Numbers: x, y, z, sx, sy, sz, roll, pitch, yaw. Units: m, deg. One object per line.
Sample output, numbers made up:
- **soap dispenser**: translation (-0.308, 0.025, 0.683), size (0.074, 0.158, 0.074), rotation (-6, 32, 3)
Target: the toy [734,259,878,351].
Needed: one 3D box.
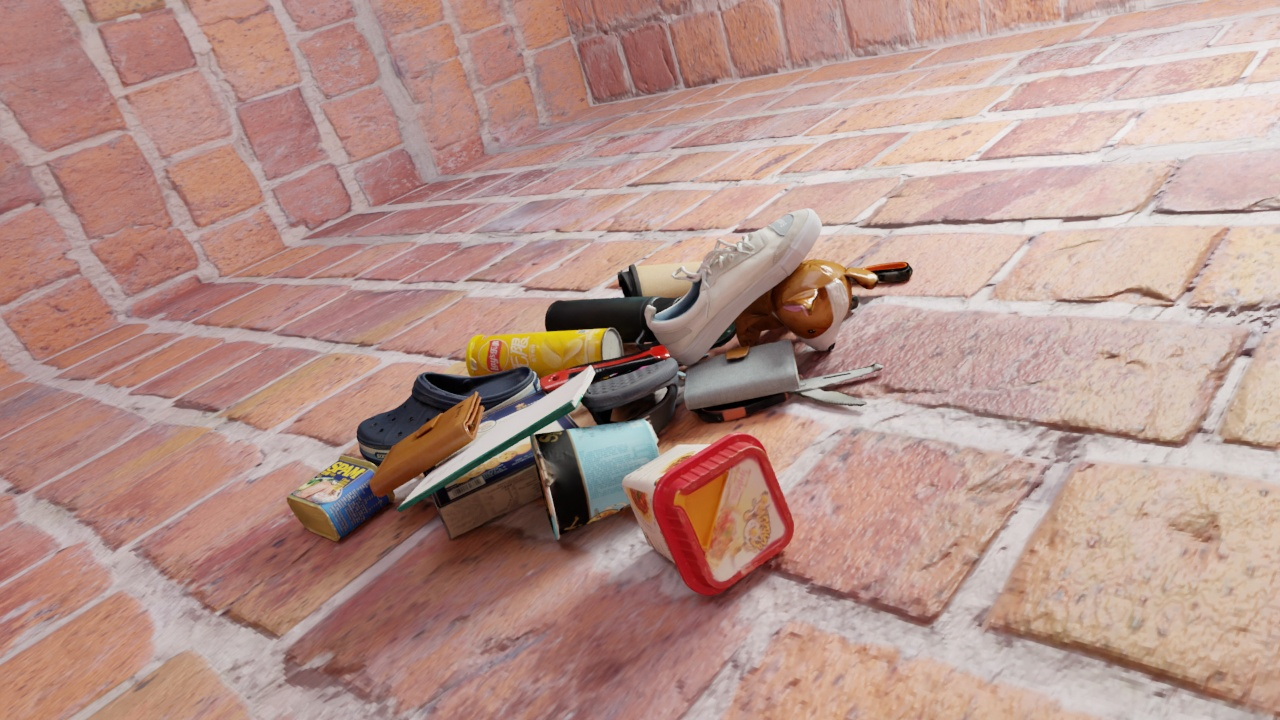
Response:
- **toy**: translation (0.194, -0.066, 1.131), size (0.139, 0.130, 0.200), rotation (-31, 5, -25)

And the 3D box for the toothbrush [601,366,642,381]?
- **toothbrush**: translation (-0.007, 0.007, 1.189), size (0.188, 0.018, 0.014), rotation (-24, 15, -27)

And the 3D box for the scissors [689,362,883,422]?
- **scissors**: translation (0.165, 0.032, 1.052), size (0.188, 0.015, 0.223), rotation (-27, 24, -21)

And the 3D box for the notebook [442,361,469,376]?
- **notebook**: translation (-0.232, 0.033, 1.352), size (0.208, 0.008, 0.147), rotation (-5, 26, 28)

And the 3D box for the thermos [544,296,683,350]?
- **thermos**: translation (-0.038, -0.051, 1.312), size (0.243, 0.068, 0.089), rotation (1, 40, 43)

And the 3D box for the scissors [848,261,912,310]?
- **scissors**: translation (0.271, -0.106, 1.287), size (0.232, 0.022, 0.220), rotation (-12, 18, 12)

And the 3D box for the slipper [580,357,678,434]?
- **slipper**: translation (0.001, 0.050, 1.045), size (0.111, 0.083, 0.268), rotation (-21, 0, 2)

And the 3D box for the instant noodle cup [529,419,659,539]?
- **instant noodle cup**: translation (-0.041, 0.111, 0.924), size (0.120, 0.111, 0.111), rotation (-13, 22, -10)

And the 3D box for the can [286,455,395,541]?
- **can**: translation (-0.356, 0.163, 1.087), size (0.102, 0.057, 0.083), rotation (5, 34, 43)

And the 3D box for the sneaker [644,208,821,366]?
- **sneaker**: translation (0.105, -0.107, 1.097), size (0.242, 0.091, 0.089), rotation (-44, 21, 4)

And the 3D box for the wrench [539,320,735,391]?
- **wrench**: translation (0.002, -0.006, 1.181), size (0.273, 0.016, 0.056), rotation (-18, 34, -14)

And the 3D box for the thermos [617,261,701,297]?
- **thermos**: translation (0.043, -0.108, 1.374), size (0.143, 0.093, 0.093), rotation (-12, 23, -5)

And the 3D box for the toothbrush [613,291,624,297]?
- **toothbrush**: translation (-0.041, -0.103, 1.507), size (0.016, 0.017, 0.187), rotation (1, 30, 36)

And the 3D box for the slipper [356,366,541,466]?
- **slipper**: translation (-0.255, 0.059, 1.195), size (0.253, 0.095, 0.105), rotation (-20, 20, -3)

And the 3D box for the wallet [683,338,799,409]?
- **wallet**: translation (0.116, 0.012, 1.067), size (0.130, 0.037, 0.106), rotation (-13, 24, 11)

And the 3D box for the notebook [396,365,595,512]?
- **notebook**: translation (-0.143, 0.078, 0.945), size (0.209, 0.012, 0.150), rotation (-31, 8, 11)

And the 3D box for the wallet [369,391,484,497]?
- **wallet**: translation (-0.238, 0.094, 1.040), size (0.132, 0.031, 0.107), rotation (-31, 18, 11)

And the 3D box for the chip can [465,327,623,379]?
- **chip can**: translation (-0.133, -0.006, 1.267), size (0.214, 0.072, 0.071), rotation (-3, 27, 22)

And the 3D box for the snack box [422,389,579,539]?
- **snack box**: translation (-0.161, 0.113, 1.068), size (0.177, 0.046, 0.182), rotation (-24, 24, -13)

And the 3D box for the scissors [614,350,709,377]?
- **scissors**: translation (0.026, 0.004, 1.222), size (0.133, 0.017, 0.134), rotation (-13, 21, 1)

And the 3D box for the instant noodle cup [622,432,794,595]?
- **instant noodle cup**: translation (0.052, 0.128, 0.810), size (0.116, 0.116, 0.124), rotation (-29, 13, -24)
